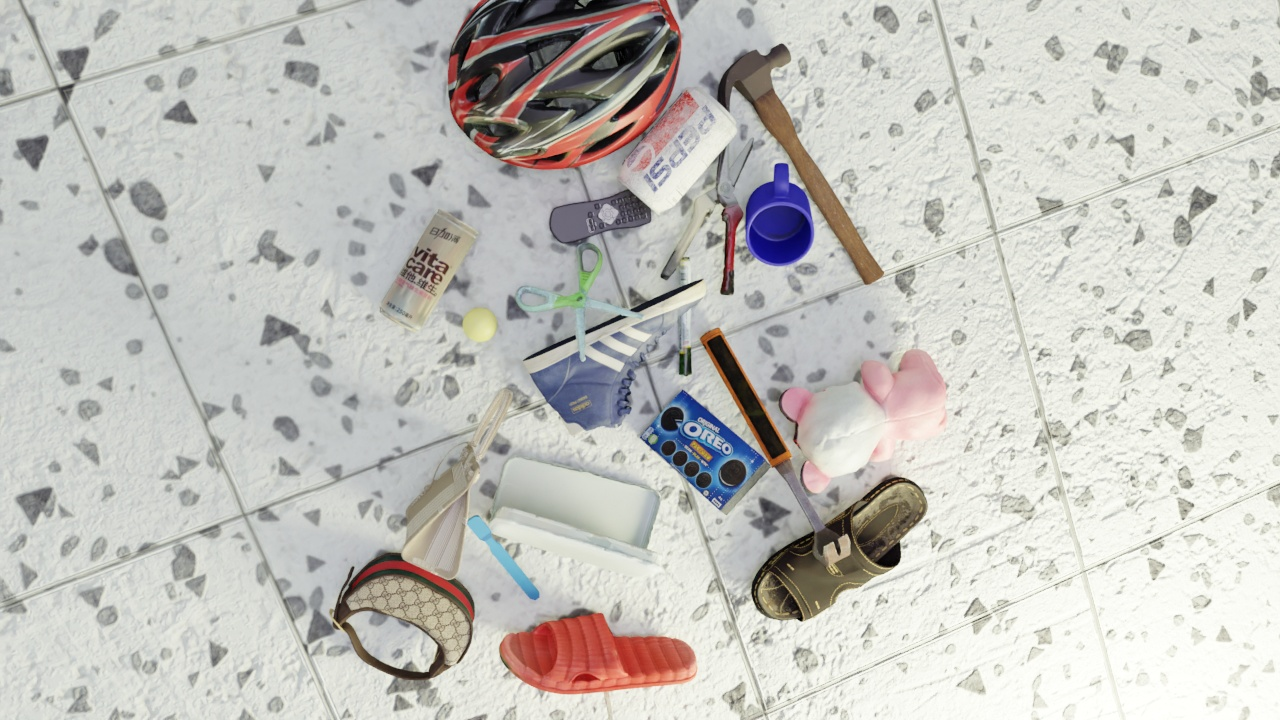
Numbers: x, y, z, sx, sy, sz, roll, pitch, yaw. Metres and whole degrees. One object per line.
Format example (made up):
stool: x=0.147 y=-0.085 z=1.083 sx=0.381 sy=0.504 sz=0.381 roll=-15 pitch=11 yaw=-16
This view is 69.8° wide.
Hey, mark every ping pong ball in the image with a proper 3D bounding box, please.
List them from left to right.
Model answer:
ping pong ball: x=-0.187 y=-0.042 z=1.068 sx=0.040 sy=0.040 sz=0.040 roll=-1 pitch=97 yaw=-12

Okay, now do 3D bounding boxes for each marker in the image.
marker: x=0.055 y=-0.054 z=1.129 sx=0.017 sy=0.017 sz=0.146 roll=-2 pitch=97 yaw=-12

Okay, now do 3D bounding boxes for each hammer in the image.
hammer: x=0.158 y=0.100 z=1.095 sx=0.035 sy=0.138 sz=0.314 roll=-28 pitch=80 yaw=-2
hammer: x=0.207 y=-0.232 z=1.134 sx=0.115 sy=0.033 sz=0.323 roll=-37 pitch=103 yaw=-7

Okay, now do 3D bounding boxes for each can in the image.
can: x=-0.241 y=-0.101 z=1.043 sx=0.054 sy=0.054 sz=0.135 roll=32 pitch=90 yaw=-14
can: x=0.042 y=-0.241 z=1.056 sx=0.078 sy=0.078 sz=0.136 roll=40 pitch=97 yaw=-13

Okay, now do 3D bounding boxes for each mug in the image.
mug: x=0.164 y=-0.178 z=1.084 sx=0.079 sy=0.083 sz=0.111 roll=2 pitch=118 yaw=6

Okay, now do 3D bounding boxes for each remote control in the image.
remote control: x=-0.048 y=-0.173 z=1.097 sx=0.124 sy=0.009 sz=0.046 roll=-15 pitch=99 yaw=-10

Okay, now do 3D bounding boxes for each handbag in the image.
handbag: x=-0.282 y=0.307 z=1.082 sx=0.166 sy=0.063 sz=0.138 roll=34 pitch=98 yaw=-14
handbag: x=-0.191 y=0.121 z=1.019 sx=0.062 sy=0.176 sz=0.198 roll=29 pitch=88 yaw=-13

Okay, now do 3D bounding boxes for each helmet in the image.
helmet: x=-0.088 y=-0.326 z=1.008 sx=0.272 sy=0.167 sz=0.217 roll=-24 pitch=95 yaw=4

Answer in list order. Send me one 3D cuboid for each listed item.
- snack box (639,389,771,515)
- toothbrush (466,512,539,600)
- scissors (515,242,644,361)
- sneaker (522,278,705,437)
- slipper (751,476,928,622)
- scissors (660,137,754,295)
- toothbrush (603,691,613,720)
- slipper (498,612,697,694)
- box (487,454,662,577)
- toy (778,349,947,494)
snack box: x=0.076 y=0.107 z=1.096 sx=0.082 sy=0.150 sz=0.027 roll=-49 pitch=145 yaw=-2
toothbrush: x=-0.161 y=0.235 z=1.090 sx=0.016 sy=0.014 sz=0.167 roll=-33 pitch=128 yaw=-6
scissors: x=-0.075 y=-0.066 z=1.055 sx=0.168 sy=0.171 sz=0.023 roll=-7 pitch=143 yaw=8
sneaker: x=-0.008 y=0.006 z=1.079 sx=0.233 sy=0.091 sz=0.118 roll=-25 pitch=98 yaw=-2
slipper: x=0.263 y=0.248 z=1.178 sx=0.267 sy=0.076 sz=0.113 roll=-34 pitch=101 yaw=-6
scissors: x=0.089 y=-0.166 z=1.101 sx=0.179 sy=0.015 sz=0.187 roll=-31 pitch=102 yaw=-1
toothbrush: x=-0.042 y=0.400 z=1.077 sx=0.010 sy=0.181 sz=0.010 roll=44 pitch=89 yaw=-8
slipper: x=-0.045 y=0.349 z=1.113 sx=0.248 sy=0.103 sz=0.059 roll=7 pitch=109 yaw=-15
box: x=-0.072 y=0.175 z=1.111 sx=0.215 sy=0.107 sz=0.124 roll=21 pitch=63 yaw=-13
toy: x=0.285 y=0.074 z=1.158 sx=0.213 sy=0.084 sz=0.142 roll=-16 pitch=107 yaw=-10
